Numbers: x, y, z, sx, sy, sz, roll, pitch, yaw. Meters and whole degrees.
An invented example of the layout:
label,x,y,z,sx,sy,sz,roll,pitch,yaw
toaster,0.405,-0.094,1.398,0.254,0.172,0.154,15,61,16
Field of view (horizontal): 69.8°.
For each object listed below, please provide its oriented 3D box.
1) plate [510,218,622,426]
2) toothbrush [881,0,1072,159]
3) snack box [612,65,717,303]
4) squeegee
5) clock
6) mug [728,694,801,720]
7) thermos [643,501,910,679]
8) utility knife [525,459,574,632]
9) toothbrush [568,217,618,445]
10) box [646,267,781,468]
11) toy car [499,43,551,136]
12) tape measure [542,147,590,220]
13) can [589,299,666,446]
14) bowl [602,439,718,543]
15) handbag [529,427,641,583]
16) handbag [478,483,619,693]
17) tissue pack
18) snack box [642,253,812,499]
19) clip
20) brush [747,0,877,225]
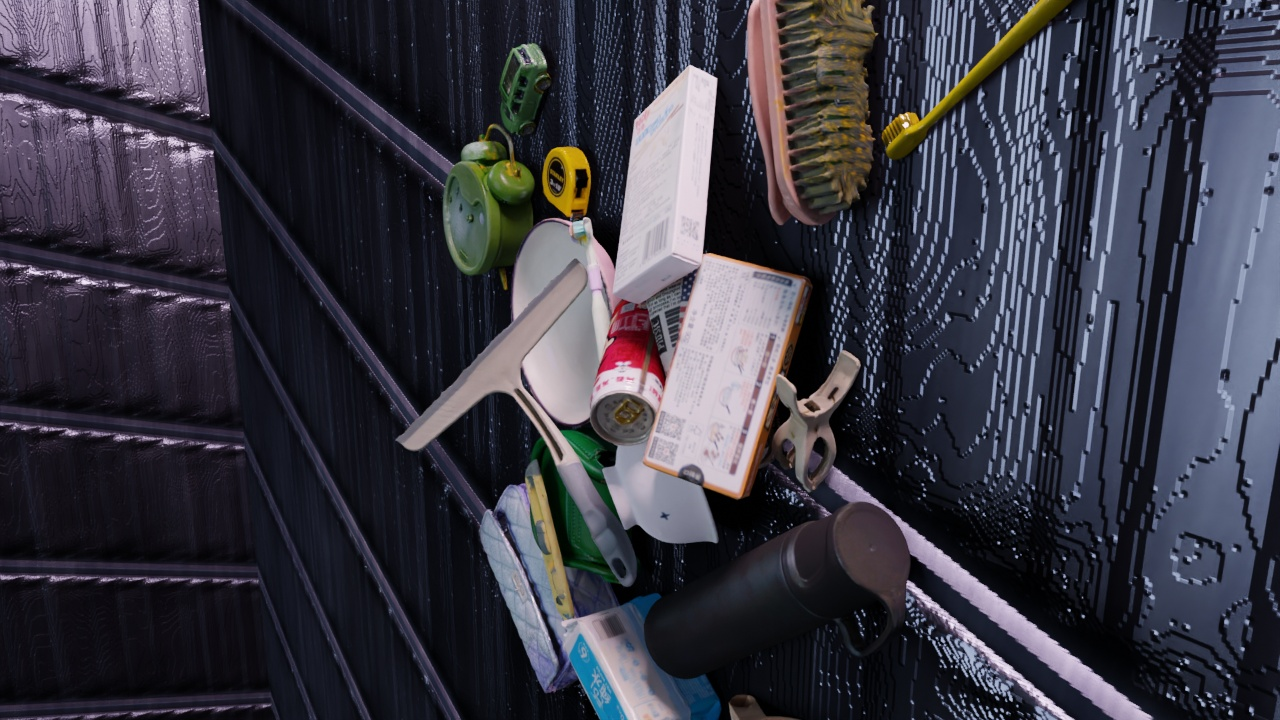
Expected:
label,x,y,z,sx,sy,sz,roll,pitch,yaw
plate,-0.062,-0.035,0.852,0.193,0.039,0.192,19,114,54
toothbrush,0.187,-0.166,0.463,0.191,0.015,0.016,-45,54,51
snack box,0.018,-0.126,0.668,0.085,0.027,0.156,-28,50,56
squeegee,-0.066,0.086,0.781,0.247,0.039,0.246,-44,66,17
clock,-0.156,-0.163,0.950,0.116,0.056,0.161,45,133,41
mug,0.094,0.321,0.675,0.125,0.084,0.103,-159,62,-80
thermos,0.089,0.178,0.644,0.243,0.068,0.090,-45,56,51
utility knife,-0.079,0.177,0.841,0.031,0.019,0.178,-14,95,55
toothbrush,-0.034,-0.024,0.752,0.029,0.020,0.189,-24,74,57
box,0.049,0.002,0.658,0.075,0.077,0.163,-27,73,46
toy car,-0.115,-0.260,0.886,0.043,0.036,0.091,59,145,29
tape measure,-0.065,-0.165,0.835,0.060,0.028,0.057,43,132,44
can,-0.004,0.004,0.698,0.132,0.053,0.053,-79,6,-54
bowl,0.009,0.095,0.705,0.118,0.064,0.118,158,92,-87
handbag,-0.046,0.130,0.842,0.120,0.067,0.131,20,114,53
handbag,-0.097,0.222,0.935,0.193,0.075,0.134,60,142,30
tissue pack,-0.001,0.269,0.786,0.140,0.089,0.063,55,139,33
snack box,0.058,0.010,0.621,0.075,0.026,0.154,17,93,23
clip,0.112,0.042,0.609,0.034,0.060,0.097,45,144,44
brush,0.100,-0.155,0.557,0.073,0.063,0.146,5,103,52
